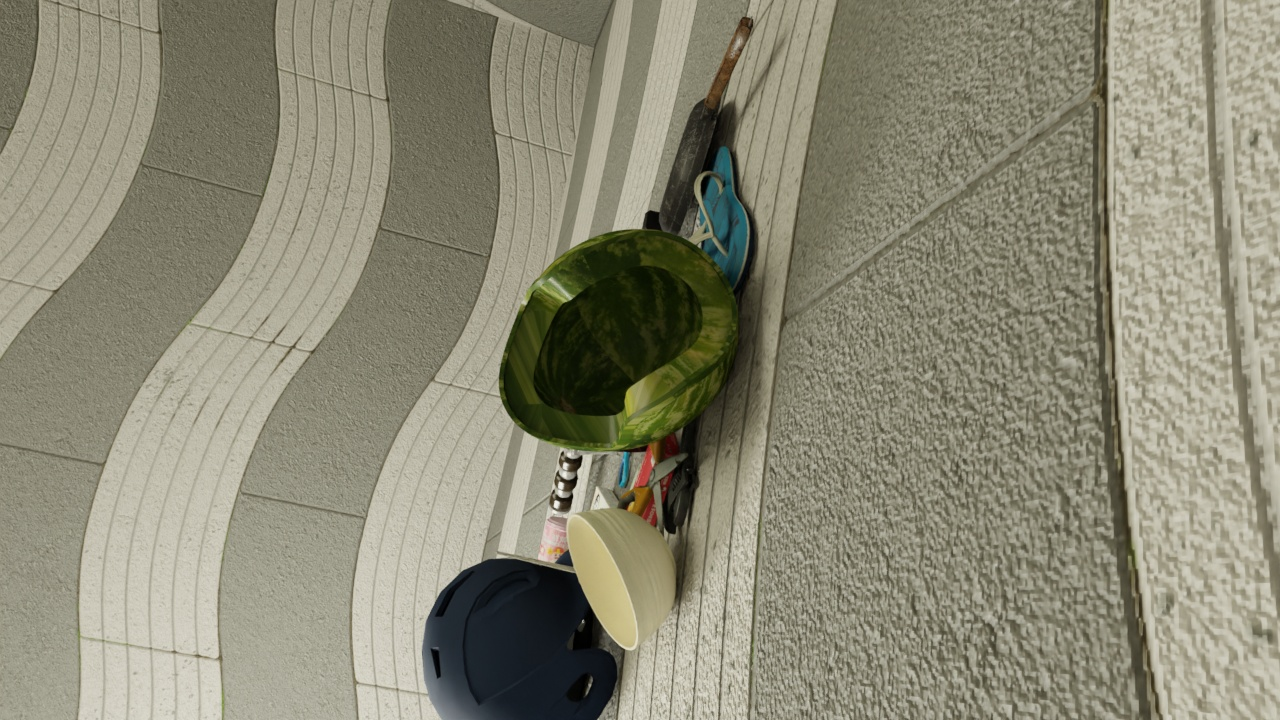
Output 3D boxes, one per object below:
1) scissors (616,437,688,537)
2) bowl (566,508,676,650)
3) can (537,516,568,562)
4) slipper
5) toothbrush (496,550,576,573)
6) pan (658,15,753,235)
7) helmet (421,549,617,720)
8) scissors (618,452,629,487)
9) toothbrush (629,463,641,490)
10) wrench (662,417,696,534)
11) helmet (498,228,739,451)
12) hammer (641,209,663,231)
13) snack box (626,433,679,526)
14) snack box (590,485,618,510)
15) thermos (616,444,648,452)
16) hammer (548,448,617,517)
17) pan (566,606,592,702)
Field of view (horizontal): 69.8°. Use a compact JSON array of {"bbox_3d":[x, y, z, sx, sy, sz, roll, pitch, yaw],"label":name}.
[{"bbox_3d":[0.013,0.120,1.060,0.226,0.016,0.229,130,149,-57],"label":"scissors"},{"bbox_3d":[-0.011,0.217,0.961,0.151,0.075,0.151,45,147,41],"label":"bowl"},{"bbox_3d":[-0.126,0.296,1.478,0.067,0.067,0.076,-168,92,-78],"label":"can"},{"bbox_3d":[0.080,-0.164,1.088,0.294,0.060,0.118,-90,15,-50],"label":"slipper"},{"bbox_3d":[-0.074,0.239,1.026,0.010,0.181,0.010,-87,12,-69],"label":"toothbrush"},{"bbox_3d":[0.080,-0.306,1.196,0.358,0.040,0.207,110,176,-57],"label":"pan"},{"bbox_3d":[-0.154,0.344,1.153,0.233,0.223,0.271,-33,18,55],"label":"helmet"},{"bbox_3d":[-0.015,0.116,1.309,0.134,0.011,0.139,139,142,-66],"label":"scissors"},{"bbox_3d":[-0.017,0.207,1.206,0.022,0.015,0.155,26,102,47],"label":"toothbrush"},{"bbox_3d":[0.056,0.062,1.033,0.073,0.018,0.272,128,155,-62],"label":"wrench"},{"bbox_3d":[-0.020,-0.016,0.957,0.242,0.213,0.248,-30,-6,-41],"label":"helmet"},{"bbox_3d":[-0.014,-0.129,1.466,0.329,0.039,0.131,116,163,-61],"label":"hammer"},{"bbox_3d":[0.013,0.150,1.115,0.089,0.021,0.133,-103,30,-66],"label":"snack box"},{"bbox_3d":[-0.051,0.235,1.298,0.150,0.026,0.082,-150,74,-77],"label":"snack box"},{"bbox_3d":[-0.029,-0.007,1.174,0.173,0.172,0.226,-149,68,-78],"label":"thermos"},{"bbox_3d":[-0.112,0.155,1.496,0.176,0.079,0.327,-117,33,-47],"label":"hammer"},{"bbox_3d":[-0.092,0.393,1.288,0.224,0.034,0.357,-89,18,-47],"label":"pan"}]
